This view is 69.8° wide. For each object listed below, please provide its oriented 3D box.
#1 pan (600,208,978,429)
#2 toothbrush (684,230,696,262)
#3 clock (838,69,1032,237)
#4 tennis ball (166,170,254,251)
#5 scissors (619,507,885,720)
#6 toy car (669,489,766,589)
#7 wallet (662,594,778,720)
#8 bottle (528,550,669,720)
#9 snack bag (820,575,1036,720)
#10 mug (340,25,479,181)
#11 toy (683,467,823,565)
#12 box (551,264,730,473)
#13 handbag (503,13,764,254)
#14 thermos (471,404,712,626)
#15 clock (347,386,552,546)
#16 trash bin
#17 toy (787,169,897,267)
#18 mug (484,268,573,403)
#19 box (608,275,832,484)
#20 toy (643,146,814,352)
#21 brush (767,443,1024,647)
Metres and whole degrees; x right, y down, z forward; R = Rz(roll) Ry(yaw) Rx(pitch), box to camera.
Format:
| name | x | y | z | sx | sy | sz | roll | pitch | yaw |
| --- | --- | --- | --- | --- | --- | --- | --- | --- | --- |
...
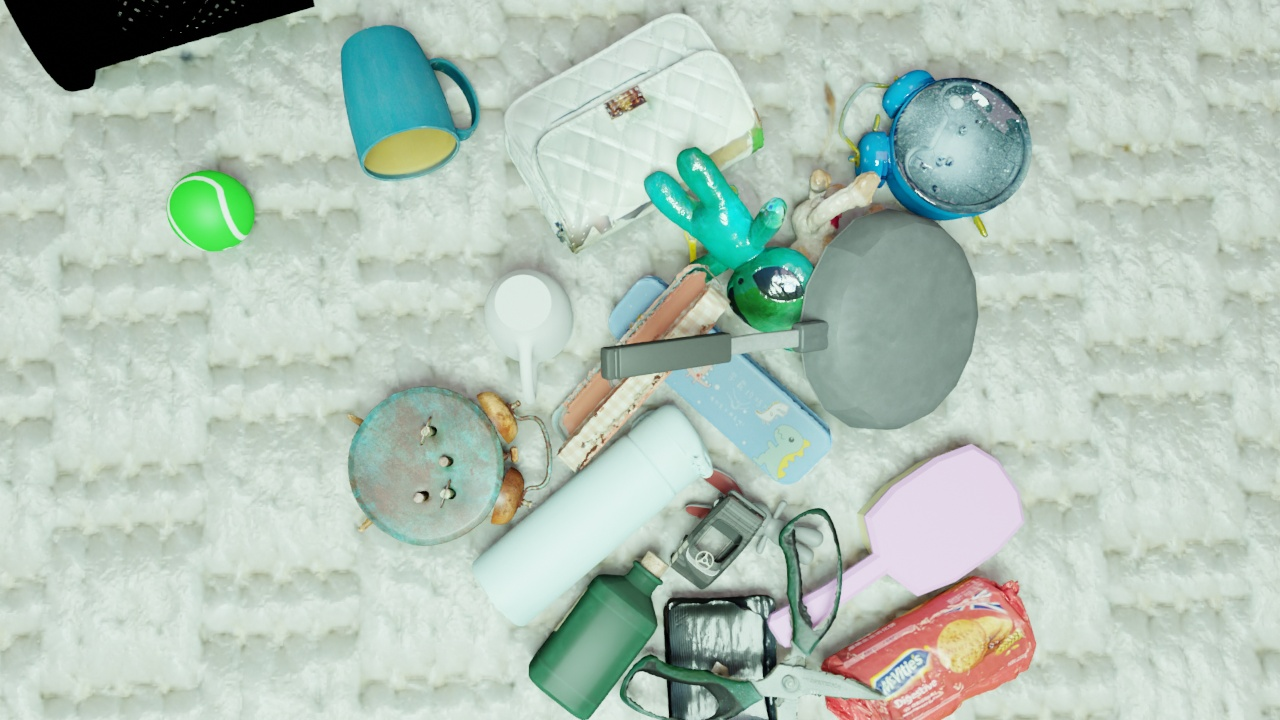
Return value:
| name | x | y | z | sx | sy | sz | roll | pitch | yaw |
| --- | --- | --- | --- | --- | --- | --- | --- | --- | --- |
| pan | 0.130 | -0.018 | 0.677 | 0.356 | 0.041 | 0.179 | -8 | 103 | -31 |
| toothbrush | 0.047 | -0.056 | 0.777 | 0.021 | 0.016 | 0.135 | -4 | 83 | -1 |
| clock | 0.248 | -0.184 | 0.780 | 0.161 | 0.060 | 0.116 | 30 | 84 | 3 |
| tennis ball | -0.348 | -0.121 | 0.744 | 0.065 | 0.065 | 0.065 | 0 | 83 | -2 |
| scissors | 0.087 | 0.210 | 0.708 | 0.202 | 0.015 | 0.201 | 3 | 78 | 13 |
| toy car | 0.060 | 0.144 | 0.728 | 0.040 | 0.037 | 0.092 | 36 | 120 | 2 |
| wallet | 0.064 | 0.246 | 0.738 | 0.089 | 0.026 | 0.115 | -1 | 84 | -2 |
| bottle | -0.025 | 0.208 | 0.721 | 0.061 | 0.061 | 0.131 | 38 | 83 | 0 |
| snack bag | 0.227 | 0.237 | 0.721 | 0.176 | 0.082 | 0.082 | -29 | 85 | -4 |
| mug | -0.190 | -0.216 | 0.762 | 0.112 | 0.085 | 0.104 | -12 | 77 | -32 |
| toy | 0.094 | 0.130 | 0.751 | 0.112 | 0.030 | 0.049 | 26 | 98 | 6 |
| box | -0.002 | 0.005 | 0.719 | 0.048 | 0.085 | 0.187 | 38 | 104 | -17 |
| handbag | -0.010 | -0.191 | 0.762 | 0.195 | 0.072 | 0.139 | -32 | 87 | -5 |
| thermos | -0.035 | 0.119 | 0.729 | 0.206 | 0.065 | 0.078 | -40 | 44 | -6 |
| clock | -0.149 | 0.081 | 0.725 | 0.157 | 0.073 | 0.121 | -7 | 84 | -4 |
| trash bin | -0.375 | -0.329 | 0.718 | 0.199 | 0.196 | 0.195 | -16 | 84 | -14 |
| toy | 0.154 | -0.106 | 0.758 | 0.074 | 0.085 | 0.106 | 37 | 93 | 23 |
| mug | -0.090 | -0.020 | 0.730 | 0.071 | 0.089 | 0.107 | -1 | 83 | -3 |
| box | 0.063 | 0.017 | 0.747 | 0.209 | 0.037 | 0.066 | 41 | 118 | 2 |
| toy | 0.085 | -0.086 | 0.729 | 0.193 | 0.131 | 0.072 | 49 | 48 | -11 |
| brush | 0.200 | 0.156 | 0.745 | 0.228 | 0.043 | 0.089 | -33 | 86 | -5 |
